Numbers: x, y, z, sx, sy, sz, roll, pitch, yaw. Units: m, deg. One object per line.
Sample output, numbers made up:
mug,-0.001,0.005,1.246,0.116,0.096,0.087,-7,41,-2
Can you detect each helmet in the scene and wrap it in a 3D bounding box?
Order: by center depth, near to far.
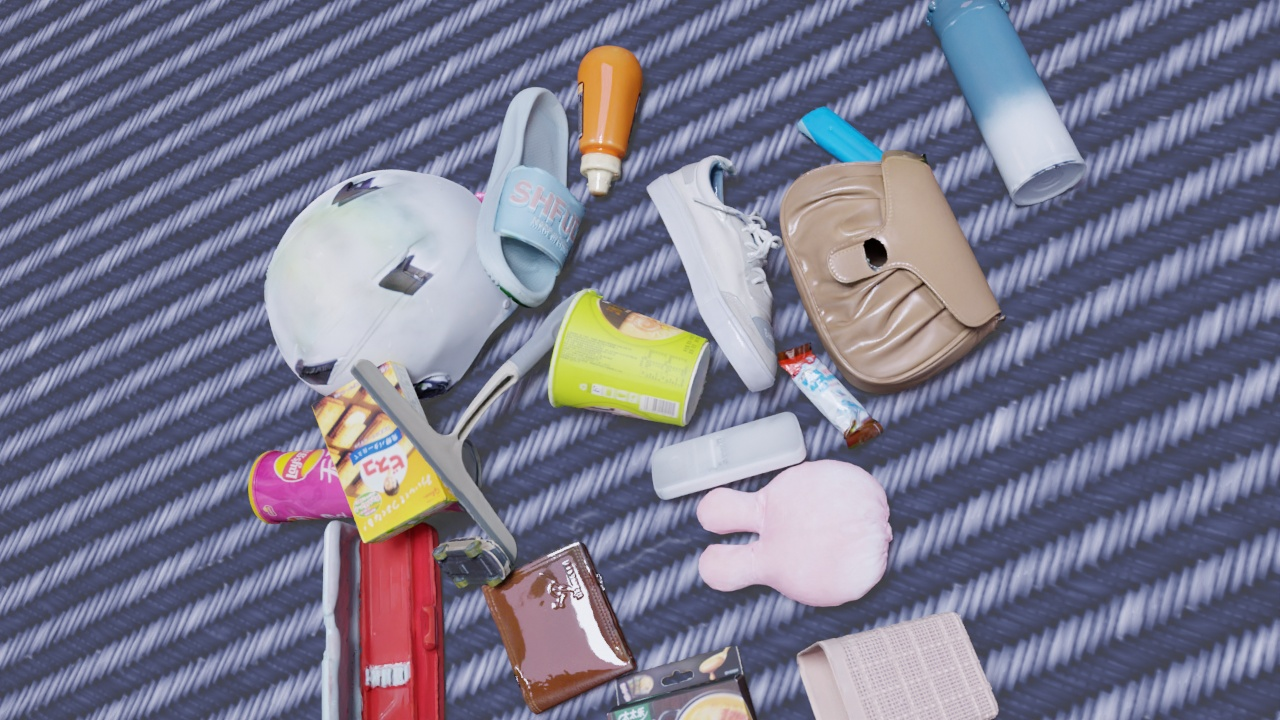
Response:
helmet,-0.262,-0.073,0.883,0.259,0.146,0.229,-35,70,8

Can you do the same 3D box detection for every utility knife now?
utility knife,0.214,-0.185,0.859,0.034,0.018,0.159,-46,69,2

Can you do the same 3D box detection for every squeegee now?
squeegee,-0.118,0.014,0.846,0.039,0.246,0.245,5,47,44

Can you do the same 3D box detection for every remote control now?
remote control,0.076,0.084,0.802,0.136,0.020,0.055,-18,36,10

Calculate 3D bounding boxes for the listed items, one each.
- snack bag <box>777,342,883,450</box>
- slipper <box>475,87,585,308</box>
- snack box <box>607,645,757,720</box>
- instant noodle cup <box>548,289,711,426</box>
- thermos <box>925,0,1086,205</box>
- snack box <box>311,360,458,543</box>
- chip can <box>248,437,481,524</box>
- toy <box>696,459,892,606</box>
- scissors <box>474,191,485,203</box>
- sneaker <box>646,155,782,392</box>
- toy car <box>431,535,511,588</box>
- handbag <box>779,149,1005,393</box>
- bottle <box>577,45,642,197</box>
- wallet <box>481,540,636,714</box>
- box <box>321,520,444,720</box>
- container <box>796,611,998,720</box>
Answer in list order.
snack bag,0.163,0.029,0.796,0.048,0.026,0.104,-20,61,-35
slipper,-0.094,-0.162,0.893,0.074,0.104,0.245,-8,63,26
snack box,0.040,0.308,0.740,0.113,0.053,0.125,-19,74,9
instant noodle cup,-0.005,0.005,0.821,0.123,0.112,0.111,15,78,11
thermos,0.324,-0.247,0.821,0.070,0.070,0.220,-18,69,10
snack box,-0.227,0.081,0.815,0.087,0.033,0.140,-28,76,9
chip can,-0.260,0.114,0.871,0.211,0.071,0.071,-5,72,14
toy,0.126,0.142,0.761,0.160,0.054,0.121,-5,64,14
scissors,-0.202,-0.117,0.959,0.084,0.017,0.137,18,83,20
sneaker,0.087,-0.085,0.827,0.091,0.089,0.242,-27,61,12
toy car,-0.149,0.177,0.820,0.091,0.042,0.035,-14,26,46
handbag,0.206,-0.080,0.783,0.148,0.100,0.204,-23,72,10
bottle,-0.035,-0.238,0.927,0.067,0.066,0.149,3,81,17
wallet,-0.071,0.232,0.803,0.101,0.032,0.124,-28,68,3
box,-0.235,0.242,0.809,0.095,0.101,0.201,-11,71,13
container,0.190,0.243,0.682,0.111,0.090,0.089,-14,67,-10
